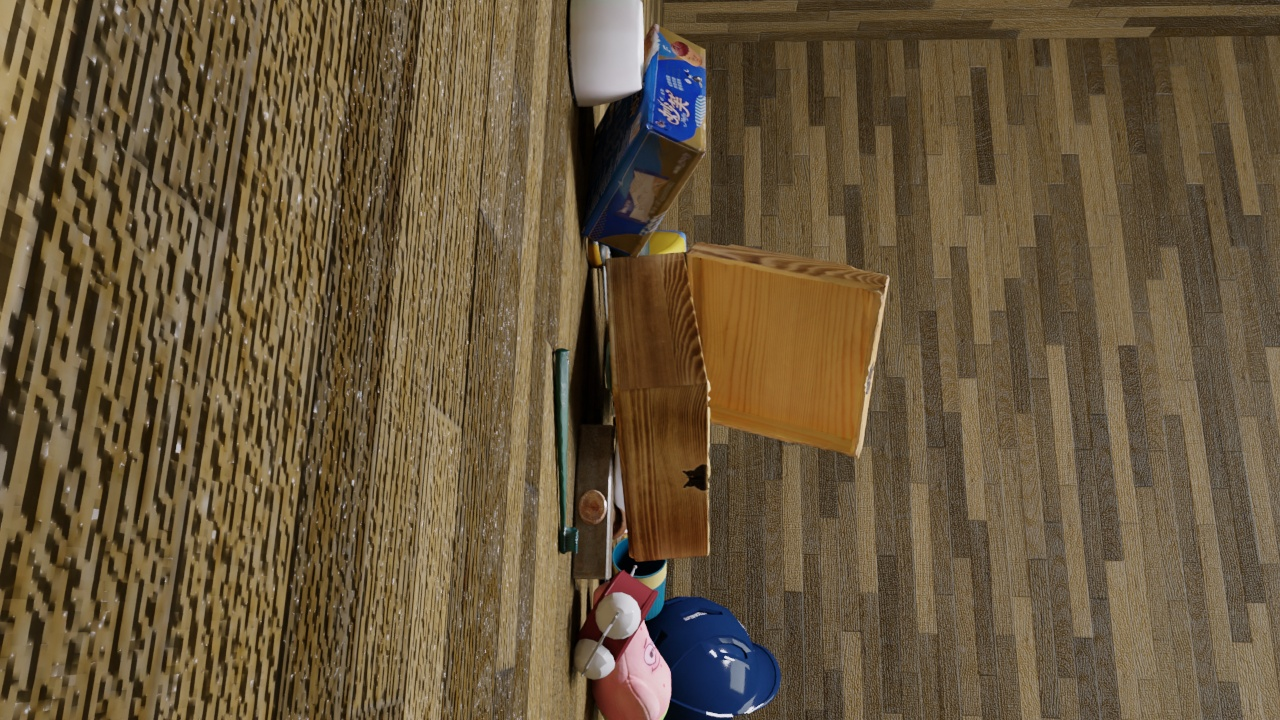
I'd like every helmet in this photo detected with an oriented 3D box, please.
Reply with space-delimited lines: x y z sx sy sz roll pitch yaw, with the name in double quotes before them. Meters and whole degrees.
"helmet" 0.089 0.481 1.445 0.232 0.271 0.223 21 -70 59

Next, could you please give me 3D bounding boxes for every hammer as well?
"hammer" -0.041 0.175 1.069 0.301 0.037 0.157 79 12 -76

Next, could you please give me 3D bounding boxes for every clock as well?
"clock" -0.027 0.270 0.944 0.096 0.048 0.137 -62 169 15

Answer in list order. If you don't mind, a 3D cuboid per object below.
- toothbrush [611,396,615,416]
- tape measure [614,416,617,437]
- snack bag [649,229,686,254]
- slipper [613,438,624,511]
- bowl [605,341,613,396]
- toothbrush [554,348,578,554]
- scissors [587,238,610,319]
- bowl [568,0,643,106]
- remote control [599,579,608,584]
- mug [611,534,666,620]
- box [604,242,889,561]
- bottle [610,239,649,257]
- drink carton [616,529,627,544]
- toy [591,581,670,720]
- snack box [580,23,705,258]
"toothbrush" -0.035 -0.002 1.390 0.017 0.012 0.186 58 31 -59
"tape measure" -0.009 0.095 1.404 0.061 0.061 0.034 81 -4 -54
"snack bag" 0.010 -0.112 1.483 0.204 0.102 0.159 -59 151 -62
"slipper" 0.002 0.166 1.451 0.265 0.081 0.113 -83 170 -61
"bowl" -0.008 0.007 1.278 0.151 0.077 0.151 3 87 -87
"toothbrush" -0.065 0.082 0.803 0.016 0.017 0.190 -78 168 -74
"scissors" -0.046 -0.138 1.107 0.216 0.016 0.226 -83 173 -61
"bowl" -0.031 -0.307 0.895 0.116 0.066 0.116 4 86 -87
"remote control" -0.047 0.333 1.224 0.030 0.009 0.140 -80 170 -71
"mug" -0.006 0.323 1.405 0.113 0.083 0.107 -117 -160 -50
"box" 0.125 0.025 1.072 0.283 0.323 0.280 -98 -179 -49
"bottle" -0.018 -0.224 1.275 0.055 0.055 0.174 -82 171 -65
"drink carton" -0.009 0.327 1.479 0.040 0.058 0.122 -46 136 -85
"toy" -0.015 0.363 1.108 0.191 0.097 0.237 -102 -178 -65
"snack box" 0.005 -0.237 0.984 0.155 0.069 0.202 -54 -157 42
